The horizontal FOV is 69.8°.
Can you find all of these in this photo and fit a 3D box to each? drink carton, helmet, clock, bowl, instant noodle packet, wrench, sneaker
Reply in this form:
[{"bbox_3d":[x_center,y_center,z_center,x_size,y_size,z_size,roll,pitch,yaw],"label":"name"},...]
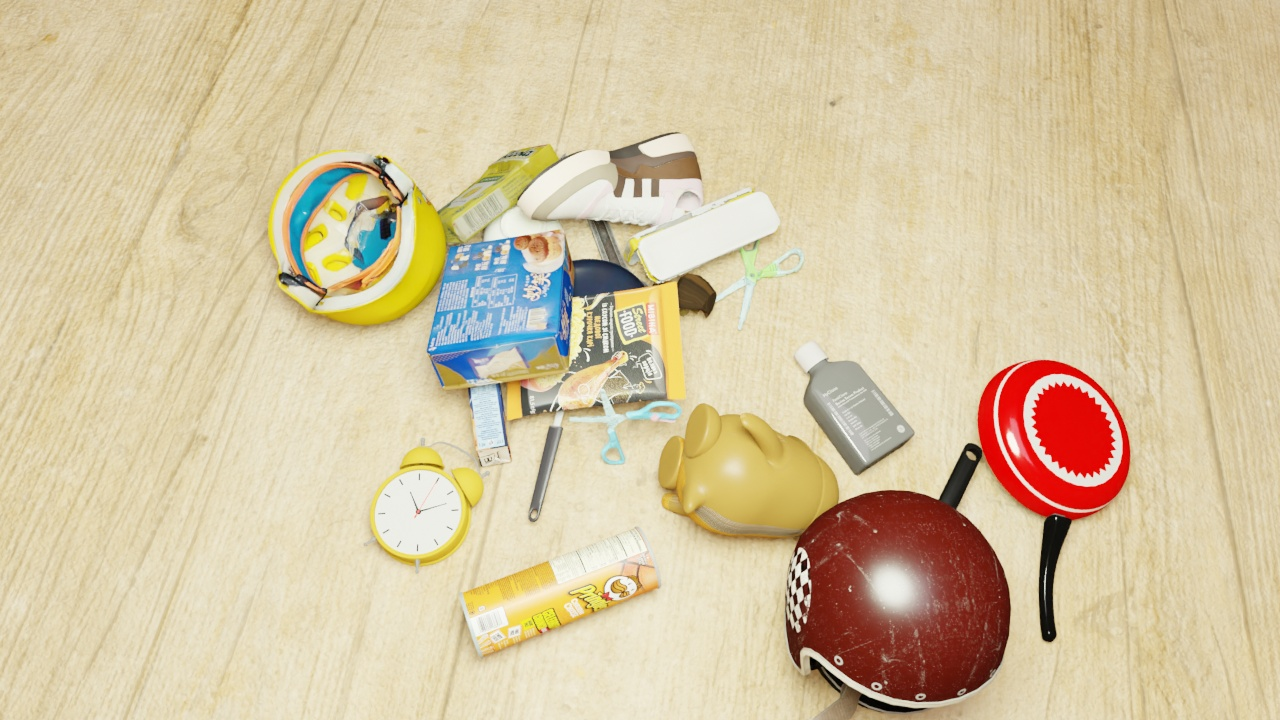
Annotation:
[{"bbox_3d":[-0.188,0.058,1.127,0.040,0.064,0.130,-8,66,-8],"label":"drink carton"},{"bbox_3d":[-0.345,-0.146,1.165,0.240,0.139,0.209,42,92,30],"label":"helmet"},{"bbox_3d":[-0.251,0.168,1.079,0.113,0.052,0.151,26,70,7],"label":"clock"},{"bbox_3d":[-0.157,-0.167,1.235,0.113,0.063,0.113,2,64,-4],"label":"bowl"},{"bbox_3d":[-0.059,-0.014,1.138,0.221,0.032,0.159,-7,64,8],"label":"instant noodle packet"},{"bbox_3d":[0.252,0.261,0.957,0.233,0.254,0.233,-2,55,-13],"label":"helmet"},{"bbox_3d":[-0.055,-0.183,1.280,0.070,0.010,0.273,-16,68,-12],"label":"wrench"},{"bbox_3d":[-0.027,-0.213,1.228,0.293,0.112,0.116,-23,80,-39],"label":"sneaker"}]

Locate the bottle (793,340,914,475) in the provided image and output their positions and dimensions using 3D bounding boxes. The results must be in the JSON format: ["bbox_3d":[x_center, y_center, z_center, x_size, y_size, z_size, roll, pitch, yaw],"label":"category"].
[{"bbox_3d":[0.262,0.051,1.179,0.083,0.046,0.174,-29,71,-17],"label":"bottle"}]

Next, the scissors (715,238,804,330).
[{"bbox_3d":[0.148,-0.120,1.269,0.170,0.028,0.139,-34,74,-22],"label":"scissors"}]

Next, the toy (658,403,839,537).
[{"bbox_3d":[0.139,0.136,1.082,0.203,0.199,0.162,18,46,-18],"label":"toy"}]

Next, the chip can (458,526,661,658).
[{"bbox_3d":[-0.090,0.260,1.037,0.214,0.075,0.075,-18,68,-13],"label":"chip can"}]

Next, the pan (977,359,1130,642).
[{"bbox_3d":[0.516,0.163,1.136,0.209,0.067,0.355,15,65,-13],"label":"pan"}]

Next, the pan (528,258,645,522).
[{"bbox_3d":[-0.093,0.031,1.156,0.199,0.021,0.355,7,68,14],"label":"pan"}]

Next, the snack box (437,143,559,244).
[{"bbox_3d":[-0.204,-0.223,1.229,0.180,0.121,0.045,-43,117,-20],"label":"snack box"}]

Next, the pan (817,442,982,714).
[{"bbox_3d":[0.326,0.247,1.096,0.204,0.044,0.354,31,67,9],"label":"pan"}]

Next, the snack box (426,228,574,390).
[{"bbox_3d":[-0.164,-0.066,1.121,0.155,0.069,0.202,-9,43,6],"label":"snack box"}]

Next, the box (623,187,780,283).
[{"bbox_3d":[0.080,-0.168,1.251,0.209,0.080,0.079,-25,89,-20],"label":"box"}]

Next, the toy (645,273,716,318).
[{"bbox_3d":[0.051,-0.091,1.225,0.100,0.063,0.076,23,32,21],"label":"toy"}]

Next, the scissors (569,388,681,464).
[{"bbox_3d":[-0.020,0.081,1.104,0.135,0.136,0.015,3,40,-9],"label":"scissors"}]
